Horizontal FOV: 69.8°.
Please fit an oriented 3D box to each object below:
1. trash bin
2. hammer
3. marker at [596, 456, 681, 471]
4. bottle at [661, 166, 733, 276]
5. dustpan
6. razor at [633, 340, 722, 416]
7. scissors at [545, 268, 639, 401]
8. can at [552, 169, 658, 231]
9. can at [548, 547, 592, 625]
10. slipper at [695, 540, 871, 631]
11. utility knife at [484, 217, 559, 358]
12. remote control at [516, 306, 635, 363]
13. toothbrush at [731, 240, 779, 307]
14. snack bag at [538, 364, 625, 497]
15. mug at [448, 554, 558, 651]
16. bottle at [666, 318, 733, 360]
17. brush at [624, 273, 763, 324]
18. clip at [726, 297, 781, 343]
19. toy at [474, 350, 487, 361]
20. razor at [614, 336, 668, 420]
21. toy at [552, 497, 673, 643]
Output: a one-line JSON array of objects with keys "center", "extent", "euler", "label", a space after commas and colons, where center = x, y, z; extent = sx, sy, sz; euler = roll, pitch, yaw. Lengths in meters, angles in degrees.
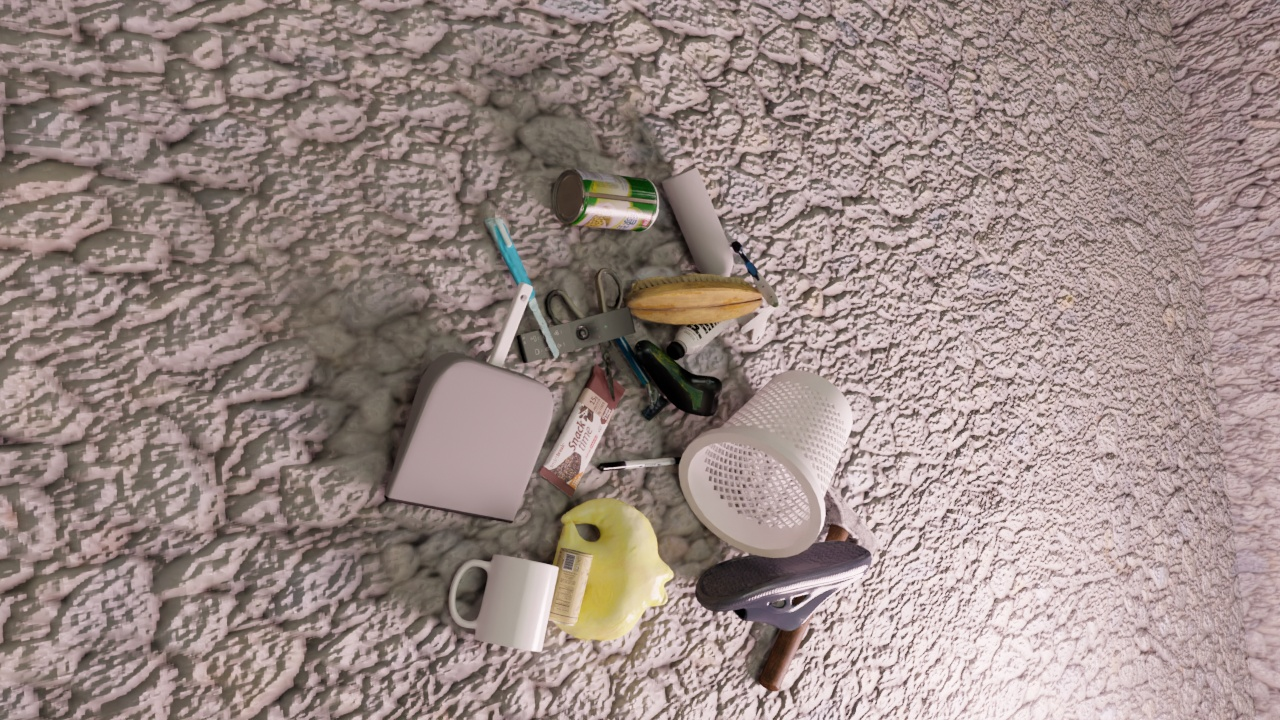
[{"center": [0.184, 0.121, 1.219], "extent": [0.199, 0.196, 0.195], "euler": [-46, 113, -44], "label": "trash bin"}, {"center": [0.222, 0.312, 1.312], "extent": [0.217, 0.037, 0.299], "euler": [48, 59, -25], "label": "hammer"}, {"center": [0.006, 0.131, 1.171], "extent": [0.151, 0.011, 0.011], "euler": [1, 84, -40], "label": "marker"}, {"center": [0.090, -0.162, 1.248], "extent": [0.052, 0.053, 0.195], "euler": [-34, 106, -37], "label": "bottle"}, {"center": [-0.163, 0.040, 0.992], "extent": [0.163, 0.033, 0.257], "euler": [21, 92, -42], "label": "dustpan"}, {"center": [0.050, 0.019, 1.180], "extent": [0.151, 0.067, 0.053], "euler": [43, 28, -35], "label": "razor"}, {"center": [-0.050, -0.040, 1.131], "extent": [0.157, 0.013, 0.165], "euler": [26, 72, -24], "label": "scissors"}, {"center": [-0.042, -0.197, 1.134], "extent": [0.120, 0.067, 0.067], "euler": [-2, 86, -39], "label": "can"}, {"center": [-0.081, 0.254, 1.031], "extent": [0.038, 0.038, 0.079], "euler": [21, 77, -36], "label": "can"}, {"center": [0.192, 0.306, 1.226], "extent": [0.267, 0.111, 0.083], "euler": [-8, 100, -26], "label": "slipper"}, {"center": [-0.135, -0.084, 1.064], "extent": [0.022, 0.015, 0.179], "euler": [-26, 93, -40], "label": "utility knife"}, {"center": [-0.075, -0.032, 1.101], "extent": [0.149, 0.013, 0.034], "euler": [-16, 95, -27], "label": "remote control"}, {"center": [0.156, -0.117, 1.242], "extent": [0.016, 0.188, 0.017], "euler": [-38, 123, 12], "label": "toothbrush"}, {"center": [-0.068, 0.084, 1.113], "extent": [0.057, 0.013, 0.157], "euler": [41, 61, -27], "label": "snack bag"}, {"center": [-0.152, 0.259, 0.994], "extent": [0.110, 0.074, 0.090], "euler": [14, 74, -11], "label": "mug"}, {"center": [0.078, -0.038, 1.231], "extent": [0.115, 0.041, 0.041], "euler": [-39, 109, -36], "label": "bottle"}, {"center": [0.069, -0.081, 1.196], "extent": [0.195, 0.043, 0.059], "euler": [-4, 130, -21], "label": "brush"}, {"center": [0.161, -0.058, 1.313], "extent": [0.058, 0.052, 0.101], "euler": [48, 53, 9], "label": "clip"}, {"center": [-0.191, 0.040, 1.007], "extent": [0.049, 0.030, 0.111], "euler": [43, 64, -11], "label": "toy"}, {"center": [-0.007, 0.007, 1.169], "extent": [0.042, 0.022, 0.144], "euler": [-41, 109, -36], "label": "razor"}, {"center": [-0.036, 0.252, 1.087], "extent": [0.154, 0.065, 0.170], "euler": [19, 76, -18], "label": "toy"}]
